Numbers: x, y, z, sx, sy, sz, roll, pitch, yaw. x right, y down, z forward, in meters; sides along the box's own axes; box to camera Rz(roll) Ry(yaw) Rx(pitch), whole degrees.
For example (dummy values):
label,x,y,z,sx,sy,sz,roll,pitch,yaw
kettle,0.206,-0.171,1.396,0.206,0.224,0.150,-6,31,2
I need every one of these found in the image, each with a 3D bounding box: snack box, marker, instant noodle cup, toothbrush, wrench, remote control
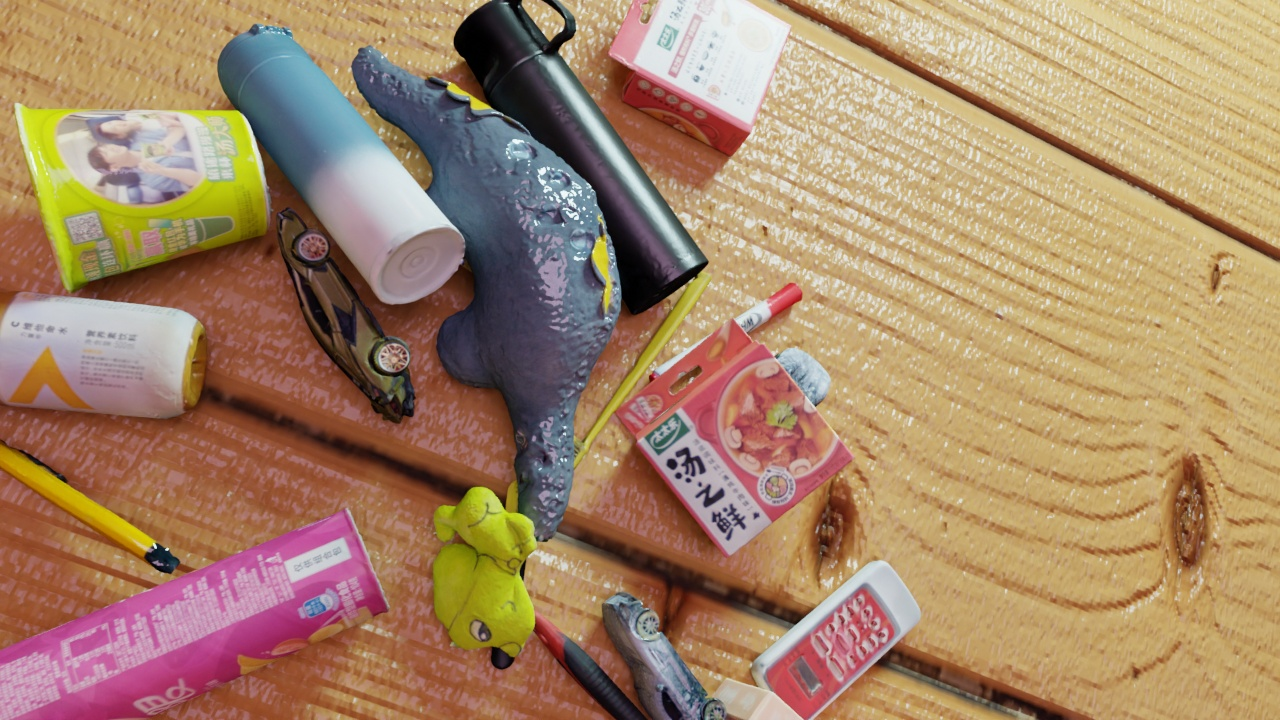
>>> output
label,x,y,z,sx,sy,sz,roll,pitch,yaw
snack box,0.044,-0.246,0.738,0.127,0.044,0.113,26,70,-10
snack box,0.119,0.272,0.599,0.157,0.085,0.026,43,71,-2
marker,0.066,-0.019,0.698,0.145,0.017,0.017,-32,86,-22
snack box,0.063,0.052,0.641,0.113,0.044,0.127,-39,89,2
instant noodle cup,-0.301,-0.108,0.570,0.123,0.112,0.111,-15,80,-28
toothbrush,-0.004,0.004,0.670,0.016,0.016,0.189,44,67,-18
wrench,0.021,0.260,0.594,0.273,0.056,0.016,45,65,3
marker,-0.085,0.141,0.610,0.018,0.015,0.124,7,73,-10
remote control,0.143,0.202,0.659,0.135,0.020,0.056,-33,86,-21

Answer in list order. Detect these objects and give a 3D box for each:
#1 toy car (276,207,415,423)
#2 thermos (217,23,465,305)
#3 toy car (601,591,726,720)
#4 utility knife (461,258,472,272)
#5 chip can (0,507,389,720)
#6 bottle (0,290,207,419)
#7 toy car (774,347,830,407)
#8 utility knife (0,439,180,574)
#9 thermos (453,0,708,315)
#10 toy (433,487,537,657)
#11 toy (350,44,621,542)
label,x,y,z,sx,sy,sz,roll,pitch,yaw
toy car,-0.194,-0.028,0.596,0.042,0.070,0.158,-33,84,-19
thermos,-0.199,-0.131,0.592,0.070,0.070,0.220,-33,67,-22
toy car,0.013,0.207,0.601,0.036,0.054,0.120,-32,86,-24
utility knife,-0.157,-0.109,0.654,0.204,0.021,0.030,39,67,-11
chip can,-0.256,0.157,0.525,0.210,0.072,0.071,-21,82,-21
bottle,-0.361,-0.007,0.539,0.189,0.068,0.068,7,74,-15
toy car,0.102,0.037,0.686,0.049,0.031,0.105,39,70,-1
utility knife,-0.357,0.063,0.533,0.216,0.033,0.015,32,59,1
thermos,-0.039,-0.156,0.665,0.242,0.090,0.068,56,36,2
toy,-0.101,0.136,0.584,0.097,0.031,0.100,34,102,16
toy,-0.085,-0.061,0.614,0.138,0.091,0.356,-19,85,1
